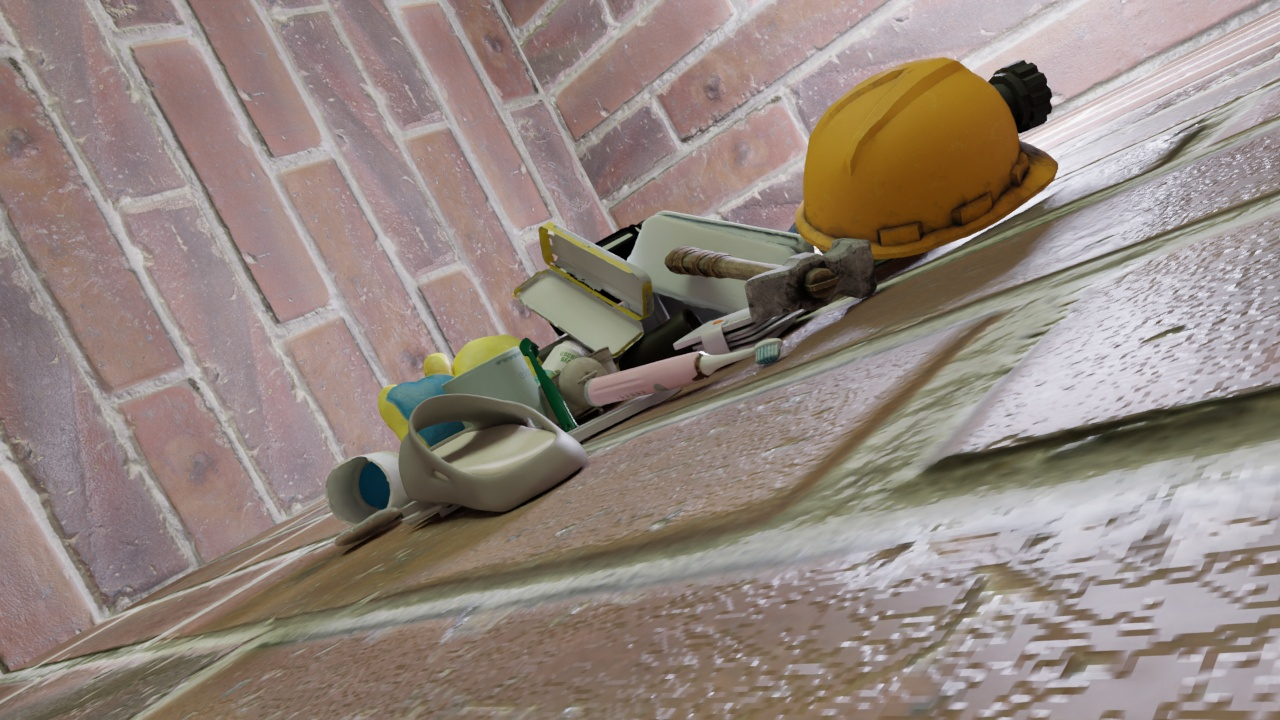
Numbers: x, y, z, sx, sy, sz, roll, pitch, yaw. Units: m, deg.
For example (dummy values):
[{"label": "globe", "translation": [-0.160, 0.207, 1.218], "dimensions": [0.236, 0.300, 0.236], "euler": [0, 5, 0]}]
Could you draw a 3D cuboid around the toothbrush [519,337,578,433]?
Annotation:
[{"label": "toothbrush", "translation": [-0.092, 0.025, 0.927], "dimensions": [0.016, 0.017, 0.189], "euler": [-49, 34, 9]}]

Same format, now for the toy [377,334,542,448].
[{"label": "toy", "translation": [-0.205, 0.049, 1.117], "dimensions": [0.213, 0.149, 0.084], "euler": [-26, -9, -24]}]

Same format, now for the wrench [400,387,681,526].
[{"label": "wrench", "translation": [-0.089, 0.082, 0.823], "dimensions": [0.273, 0.018, 0.086], "euler": [-26, 3, -2]}]

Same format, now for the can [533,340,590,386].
[{"label": "can", "translation": [-0.099, 0.028, 1.092], "dimensions": [0.055, 0.055, 0.101], "euler": [-22, 32, 58]}]

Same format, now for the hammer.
[{"label": "hammer", "translation": [0.095, -0.088, 0.887], "dimensions": [0.121, 0.049, 0.319], "euler": [-18, 15, -16]}]

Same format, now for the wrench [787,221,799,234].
[{"label": "wrench", "translation": [0.188, -0.152, 1.103], "dimensions": [0.073, 0.022, 0.274], "euler": [-18, -34, -55]}]

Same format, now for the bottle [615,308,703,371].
[{"label": "bottle", "translation": [-0.006, 0.006, 1.073], "dimensions": [0.185, 0.045, 0.045], "euler": [-34, 0, 26]}]

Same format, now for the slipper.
[{"label": "slipper", "translation": [-0.136, 0.061, 0.740], "dimensions": [0.112, 0.080, 0.266], "euler": [-33, 14, -24]}]

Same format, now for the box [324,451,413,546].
[{"label": "box", "translation": [-0.288, 0.142, 0.973], "dimensions": [0.083, 0.092, 0.166], "euler": [-24, -5, 2]}]

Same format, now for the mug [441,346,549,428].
[{"label": "mug", "translation": [-0.137, 0.050, 0.927], "dimensions": [0.084, 0.104, 0.111], "euler": [-28, 4, -5]}]

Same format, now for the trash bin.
[{"label": "trash bin", "translation": [-0.014, -0.029, 1.221], "dimensions": [0.220, 0.097, 0.191], "euler": [-27, 3, 30]}]

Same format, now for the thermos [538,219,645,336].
[{"label": "thermos", "translation": [-0.043, -0.118, 1.231], "dimensions": [0.198, 0.086, 0.086], "euler": [-30, 4, -9]}]

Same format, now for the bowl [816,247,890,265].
[{"label": "bowl", "translation": [0.262, -0.150, 1.019], "dimensions": [0.151, 0.077, 0.151], "euler": [-27, 4, 2]}]

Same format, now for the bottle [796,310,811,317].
[{"label": "bottle", "translation": [0.134, -0.047, 0.921], "dimensions": [0.106, 0.025, 0.025], "euler": [-24, 5, 46]}]

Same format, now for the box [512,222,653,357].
[{"label": "box", "translation": [-0.068, -0.085, 1.105], "dimensions": [0.057, 0.210, 0.117], "euler": [14, -76, -48]}]

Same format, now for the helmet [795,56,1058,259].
[{"label": "helmet", "translation": [0.260, -0.212, 0.866], "dimensions": [0.255, 0.131, 0.205], "euler": [-25, 36, -8]}]

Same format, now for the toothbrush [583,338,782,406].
[{"label": "toothbrush", "translation": [0.030, 0.010, 0.757], "dimensions": [0.027, 0.026, 0.223], "euler": [23, -25, -36]}]

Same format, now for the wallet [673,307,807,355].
[{"label": "wallet", "translation": [0.101, -0.030, 0.845], "dimensions": [0.115, 0.037, 0.118], "euler": [-20, 6, 27]}]

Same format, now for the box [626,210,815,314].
[{"label": "box", "translation": [0.084, -0.094, 1.059], "dimensions": [0.215, 0.106, 0.126], "euler": [14, 57, 29]}]

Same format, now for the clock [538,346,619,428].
[{"label": "clock", "translation": [-0.061, 0.032, 0.980], "dimensions": [0.103, 0.061, 0.157], "euler": [-31, -3, -13]}]
